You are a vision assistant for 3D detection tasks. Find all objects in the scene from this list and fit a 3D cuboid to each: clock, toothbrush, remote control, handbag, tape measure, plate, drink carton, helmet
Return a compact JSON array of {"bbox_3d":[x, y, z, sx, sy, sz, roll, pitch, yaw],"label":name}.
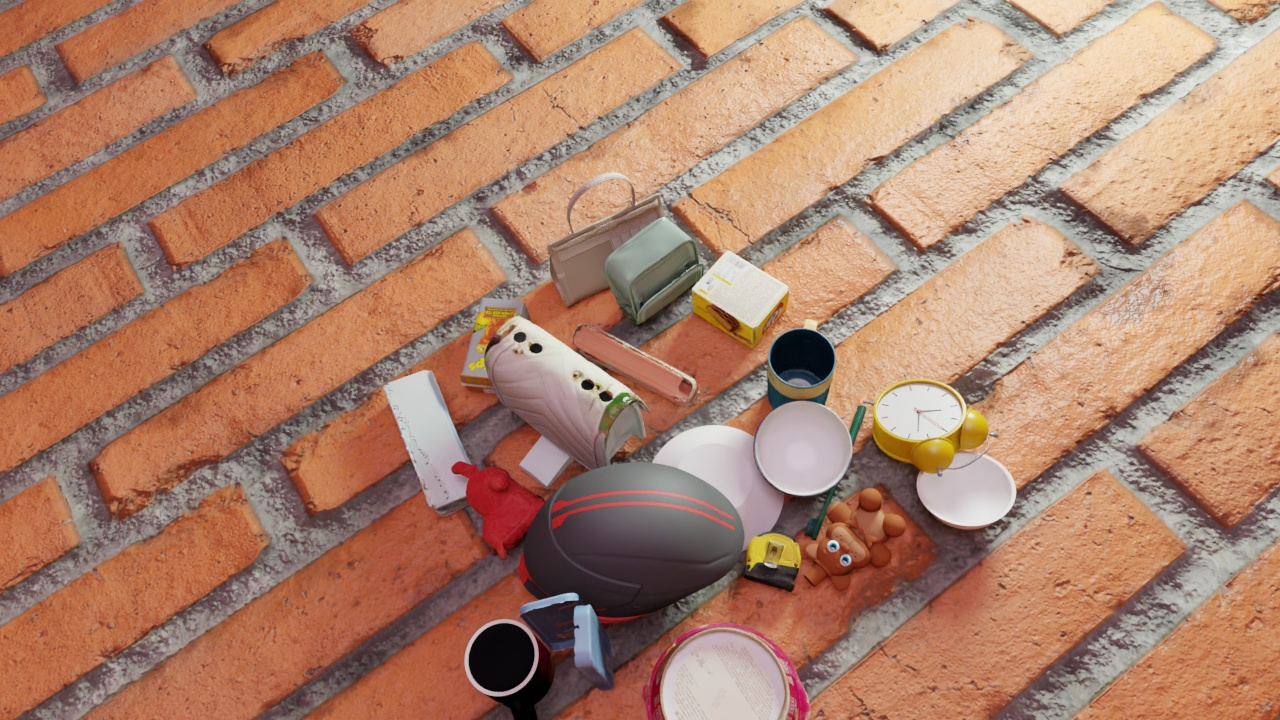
[{"bbox_3d":[0.351,0.079,1.121,0.113,0.052,0.152,-30,42,-16],"label":"clock"},{"bbox_3d":[0.244,0.137,1.144,0.017,0.016,0.189,19,65,20],"label":"toothbrush"},{"bbox_3d":[-0.094,0.096,1.197,0.049,0.024,0.143,34,70,21],"label":"remote control"},{"bbox_3d":[-0.090,0.039,1.134,0.198,0.142,0.096,35,66,20],"label":"handbag"},{"bbox_3d":[0.157,0.234,1.090,0.065,0.037,0.064,14,66,13],"label":"tape measure"},{"bbox_3d":[-0.047,-0.178,1.239,0.175,0.198,0.062,-26,62,-8],"label":"handbag"},{"bbox_3d":[0.023,-0.120,1.253,0.121,0.106,0.067,-38,53,-13],"label":"handbag"},{"bbox_3d":[0.091,0.153,1.140,0.174,0.036,0.173,-3,62,5],"label":"plate"},{"bbox_3d":[-0.196,-0.019,1.256,0.076,0.048,0.124,5,63,9],"label":"drink carton"},{"bbox_3d":[-0.015,0.199,1.042,0.265,0.170,0.164,-2,52,0],"label":"helmet"}]

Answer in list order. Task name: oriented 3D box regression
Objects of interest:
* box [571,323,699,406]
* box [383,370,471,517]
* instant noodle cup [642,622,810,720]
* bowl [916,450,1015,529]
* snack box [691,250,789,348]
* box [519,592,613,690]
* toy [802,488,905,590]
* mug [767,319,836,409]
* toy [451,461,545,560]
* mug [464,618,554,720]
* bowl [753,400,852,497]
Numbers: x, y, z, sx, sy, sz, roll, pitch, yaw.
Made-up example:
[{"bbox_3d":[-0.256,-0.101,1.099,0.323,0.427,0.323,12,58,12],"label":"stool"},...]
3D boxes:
[{"bbox_3d":[-0.006,0.010,1.235,0.188,0.062,0.058,30,95,17],"label":"box"},{"bbox_3d":[-0.270,0.106,1.206,0.082,0.066,0.199,-13,58,-29],"label":"box"},{"bbox_3d":[0.092,0.369,1.003,0.179,0.078,0.178,-3,62,5],"label":"instant noodle cup"},{"bbox_3d":[0.386,0.163,1.095,0.110,0.041,0.109,-8,44,7],"label":"bowl"},{"bbox_3d":[0.136,-0.082,1.246,0.106,0.061,0.083,35,70,21],"label":"snack box"},{"bbox_3d":[-0.072,0.310,0.978,0.078,0.209,0.074,-11,62,0],"label":"box"},{"bbox_3d":[0.244,0.214,1.078,0.127,0.065,0.095,-40,73,-9],"label":"toy"},{"bbox_3d":[0.206,0.007,1.165,0.083,0.107,0.113,11,64,14],"label":"mug"},{"bbox_3d":[-0.187,0.178,1.123,0.133,0.088,0.094,36,84,2],"label":"toy"},{"bbox_3d":[-0.139,0.357,1.023,0.082,0.098,0.118,-20,62,-5],"label":"mug"},{"bbox_3d":[0.198,0.114,1.130,0.118,0.062,0.118,-2,74,7],"label":"bowl"}]
